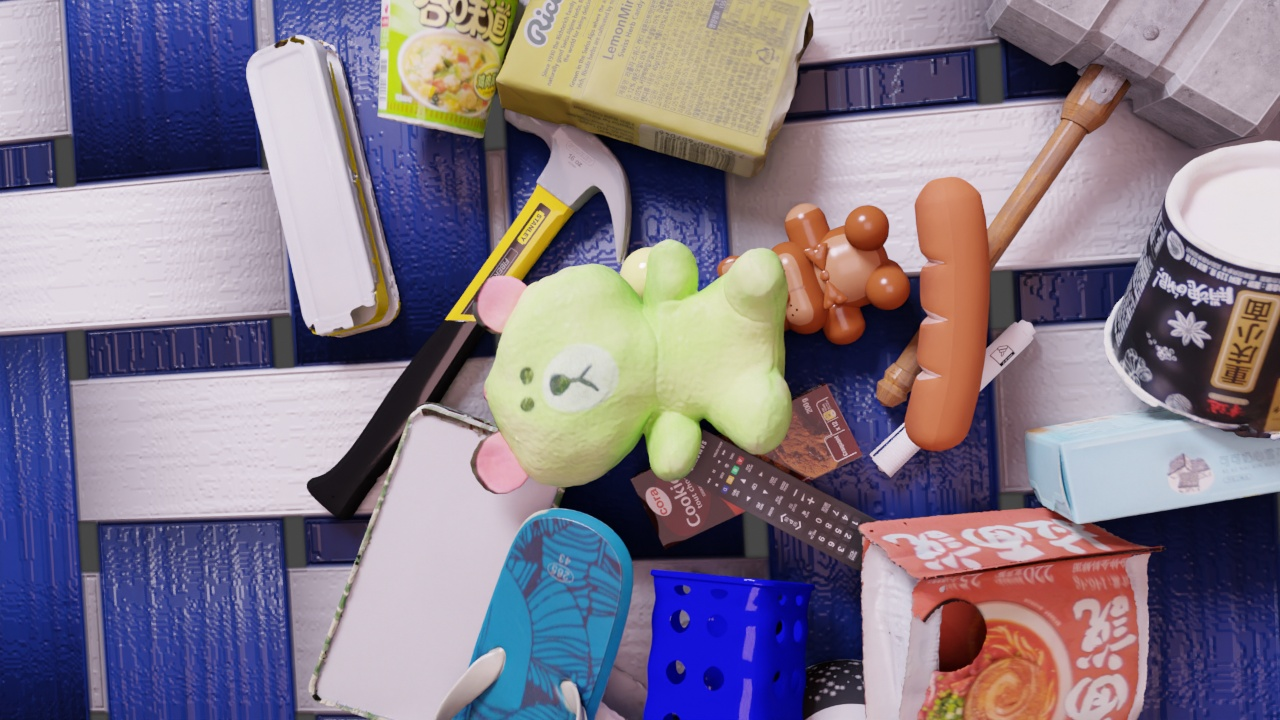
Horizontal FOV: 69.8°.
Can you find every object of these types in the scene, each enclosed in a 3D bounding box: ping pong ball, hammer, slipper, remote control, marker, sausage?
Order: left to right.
[{"bbox_3d":[-0.123,-0.022,0.635,0.127,0.029,0.324,38,97,6],"label":"hammer"},{"bbox_3d":[-0.077,0.233,0.544,0.118,0.060,0.295,15,94,25],"label":"slipper"},{"bbox_3d":[0.006,-0.055,0.608,0.040,0.040,0.040,0,91,8],"label":"ping pong ball"},{"bbox_3d":[0.087,0.086,0.578,0.147,0.015,0.033,27,95,7],"label":"remote control"},{"bbox_3d":[0.183,-0.025,0.545,0.044,0.039,0.164,2,104,15],"label":"sausage"},{"bbox_3d":[0.202,0.023,0.593,0.020,0.017,0.133,45,97,7],"label":"marker"},{"bbox_3d":[0.239,-0.104,0.563,0.163,0.082,0.318,33,103,6],"label":"hammer"}]

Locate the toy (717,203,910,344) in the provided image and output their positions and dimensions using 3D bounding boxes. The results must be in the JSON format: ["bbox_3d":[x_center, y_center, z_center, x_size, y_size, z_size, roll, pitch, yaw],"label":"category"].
[{"bbox_3d":[0.100,-0.048,0.585,0.128,0.065,0.095,-20,93,13],"label":"toy"}]

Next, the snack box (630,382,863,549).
[{"bbox_3d":[0.069,0.069,0.606,0.141,0.031,0.051,-27,87,8],"label":"snack box"}]

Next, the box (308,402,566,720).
[{"bbox_3d":[-0.130,0.139,0.609,0.117,0.051,0.205,19,89,-5],"label":"box"}]

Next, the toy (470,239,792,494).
[{"bbox_3d":[-0.003,0.003,0.560,0.197,0.107,0.150,-3,91,22],"label":"toy"}]

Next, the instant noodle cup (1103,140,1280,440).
[{"bbox_3d":[0.332,-0.044,0.495,0.137,0.112,0.137,-10,46,10],"label":"instant noodle cup"}]

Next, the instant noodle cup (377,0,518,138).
[{"bbox_3d":[-0.130,-0.207,0.602,0.099,0.098,0.108,13,101,8],"label":"instant noodle cup"}]

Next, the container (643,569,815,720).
[{"bbox_3d":[0.053,0.190,0.562,0.085,0.084,0.113,-3,75,34],"label":"container"}]

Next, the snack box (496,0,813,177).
[{"bbox_3d":[0.012,-0.197,0.593,0.181,0.045,0.121,17,77,4],"label":"snack box"}]

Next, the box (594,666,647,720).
[{"bbox_3d":[-0.040,0.226,0.602,0.126,0.084,0.156,35,94,13],"label":"box"}]

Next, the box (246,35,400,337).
[{"bbox_3d":[-0.223,-0.121,0.647,0.064,0.037,0.209,-14,89,14],"label":"box"}]

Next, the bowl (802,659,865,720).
[{"bbox_3d":[0.136,0.260,0.582,0.120,0.066,0.120,0,91,8],"label":"bowl"}]

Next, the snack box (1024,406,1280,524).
[{"bbox_3d":[0.329,0.054,0.547,0.175,0.075,0.053,-12,88,8],"label":"snack box"}]

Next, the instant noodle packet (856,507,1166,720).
[{"bbox_3d":[0.210,0.208,0.549,0.164,0.084,0.221,-1,100,-21],"label":"instant noodle packet"}]
